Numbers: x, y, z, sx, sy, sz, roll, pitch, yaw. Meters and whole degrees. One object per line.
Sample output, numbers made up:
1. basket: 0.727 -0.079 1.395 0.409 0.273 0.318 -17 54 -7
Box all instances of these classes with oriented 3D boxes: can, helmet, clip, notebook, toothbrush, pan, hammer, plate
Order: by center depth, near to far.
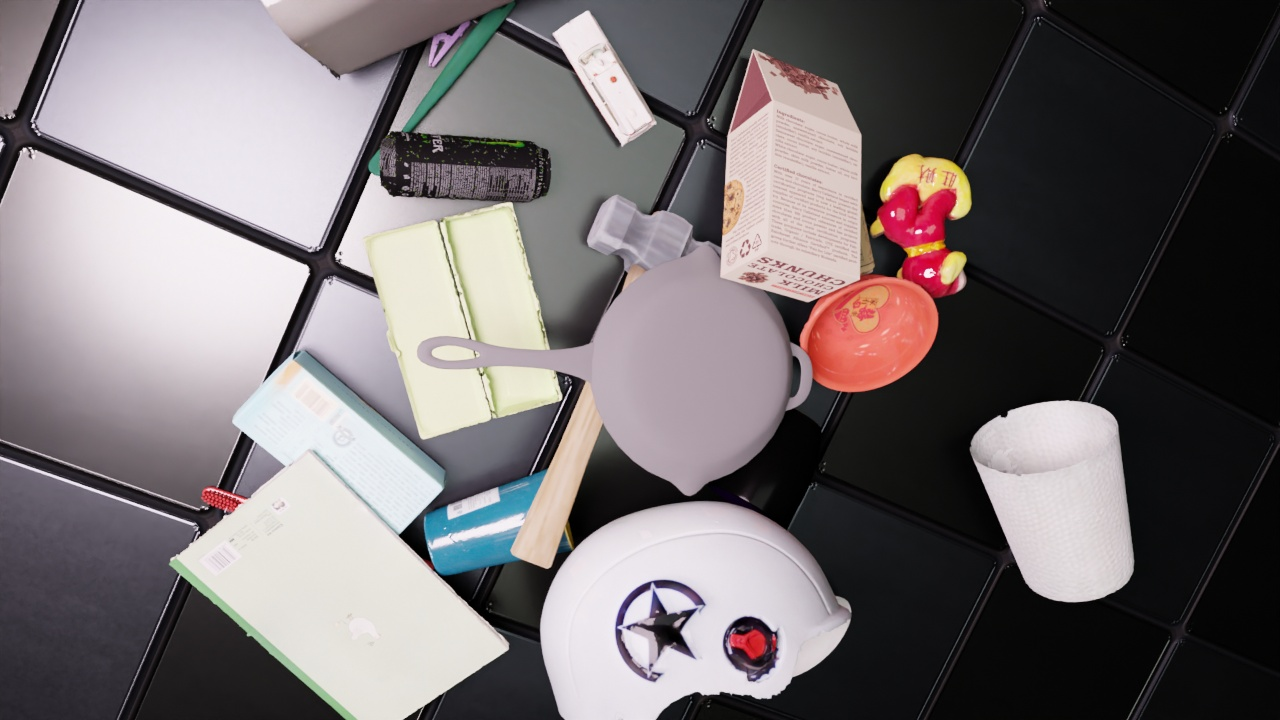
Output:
1. pan: -0.005 0.004 0.767 0.354 0.024 0.216 4 90 -21
2. can: -0.147 -0.161 0.769 0.137 0.054 0.054 -1 100 -21
3. clip: -0.161 -0.274 0.776 0.046 0.014 0.050 -4 98 -13
4. toothbrush: -0.169 -0.233 0.781 0.016 0.017 0.190 38 89 -15
5. hammer: -0.033 0.020 0.793 0.117 0.051 0.322 25 80 -15
6. helmet: 0.037 0.205 0.802 0.264 0.237 0.163 -19 84 -5
7. notebook: -0.266 0.217 0.814 0.182 0.010 0.252 -37 106 15
8. toothbrush: -0.287 0.155 0.824 0.212 0.018 0.012 23 94 -14
9. can: 0.193 -0.119 0.861 0.038 0.038 0.079 -17 103 -8
10. plate: 0.163 0.270 0.919 0.104 0.026 0.104 -18 128 -25

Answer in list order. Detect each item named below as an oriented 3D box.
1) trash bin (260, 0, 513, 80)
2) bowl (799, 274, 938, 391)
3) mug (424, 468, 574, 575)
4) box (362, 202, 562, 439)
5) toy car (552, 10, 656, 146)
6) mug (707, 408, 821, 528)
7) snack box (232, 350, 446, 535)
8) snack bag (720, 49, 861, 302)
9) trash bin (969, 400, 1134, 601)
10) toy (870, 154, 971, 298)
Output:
1. trash bin: -0.180 -0.339 0.670 0.220 0.197 0.197 -29 93 1
2. bowl: 0.208 -0.034 0.861 0.130 0.045 0.131 -5 129 -6
3. mug: -0.128 0.149 0.828 0.121 0.078 0.078 -15 102 -4
4. box: -0.155 -0.035 0.812 0.137 0.024 0.187 -18 103 -14
5. toy car: -0.029 -0.244 0.794 0.039 0.039 0.113 -34 104 -4
6. mug: 0.109 0.087 0.867 0.119 0.085 0.100 29 79 15
7. snack box: -0.258 0.076 0.798 0.174 0.053 0.075 44 91 -14
8. snack bag: 0.133 -0.168 0.803 0.094 0.070 0.206 13 71 -26
9. trash bin: 0.416 0.142 0.911 0.133 0.133 0.161 -25 109 -6
10. toy: 0.265 -0.126 0.865 0.105 0.067 0.137 -8 94 -9
